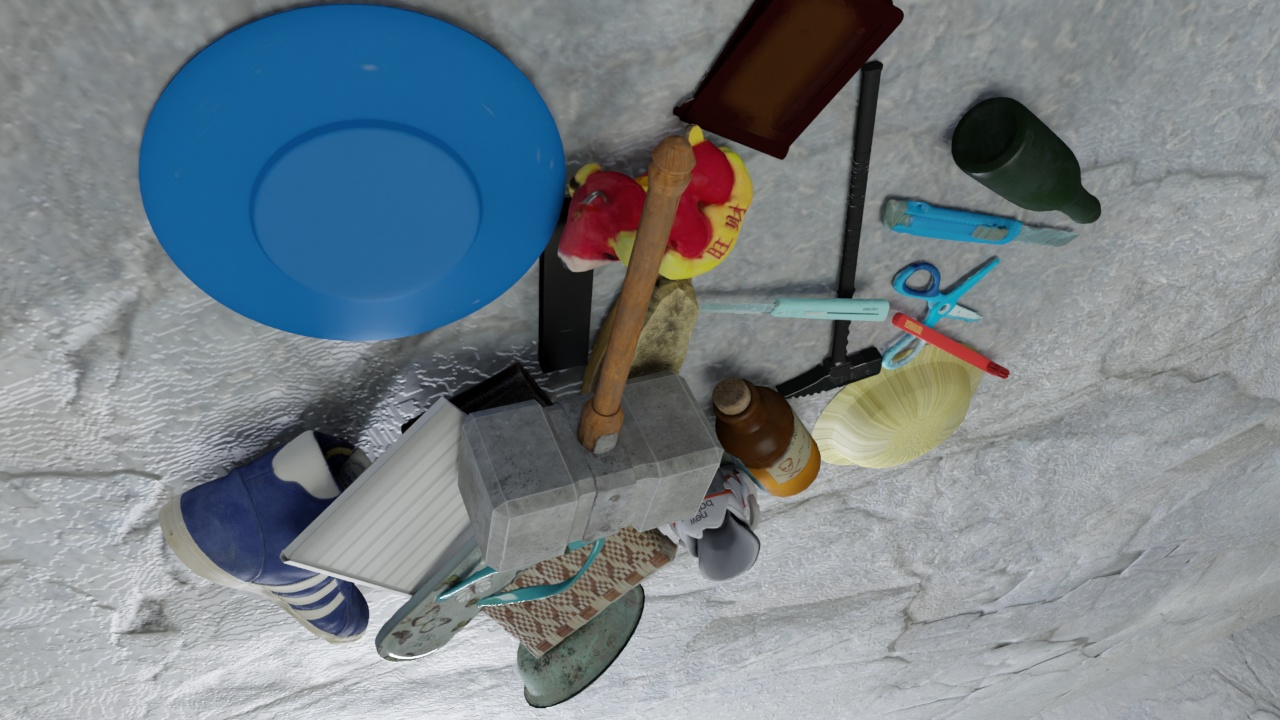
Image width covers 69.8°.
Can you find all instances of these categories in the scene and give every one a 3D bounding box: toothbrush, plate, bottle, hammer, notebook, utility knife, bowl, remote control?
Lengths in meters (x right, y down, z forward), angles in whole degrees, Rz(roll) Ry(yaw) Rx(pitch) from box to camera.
[{"bbox_3d":[0.283,-0.010,0.820,0.212,0.018,0.012,18,100,-45],"label":"toothbrush"},{"bbox_3d":[0.260,0.059,0.895,0.184,0.036,0.185,-15,142,-12],"label":"plate"},{"bbox_3d":[-0.149,-0.083,0.503,0.224,0.024,0.225,-12,140,-10],"label":"plate"},{"bbox_3d":[0.102,0.060,0.787,0.068,0.067,0.157,-31,142,9],"label":"bottle"},{"bbox_3d":[0.152,-0.079,0.690,0.095,0.015,0.325,-17,142,-7],"label":"hammer"},{"bbox_3d":[-0.150,0.113,0.675,0.142,0.009,0.210,-45,155,-5],"label":"notebook"},{"bbox_3d":[0.119,-0.041,0.699,0.166,0.015,0.022,0,138,-21],"label":"utility knife"},{"bbox_3d":[-0.068,0.266,0.907,0.158,0.157,0.038,-37,105,16],"label":"bowl"},{"bbox_3d":[0.292,-0.133,0.666,0.174,0.055,0.055,15,128,-42],"label":"bottle"},{"bbox_3d":[-0.051,-0.047,0.619,0.034,0.013,0.150,-11,140,-16],"label":"remote control"},{"bbox_3d":[-0.013,-0.001,0.545,0.162,0.083,0.319,-12,144,-23],"label":"hammer"},{"bbox_3d":[0.272,-0.105,0.723,0.221,0.015,0.031,0,142,-30],"label":"utility knife"}]

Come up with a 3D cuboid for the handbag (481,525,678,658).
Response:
[{"bbox_3d":[-0.072,0.178,0.821,0.186,0.046,0.124,-40,104,22],"label":"handbag"}]

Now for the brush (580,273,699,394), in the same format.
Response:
[{"bbox_3d":[-0.004,0.004,0.681,0.059,0.043,0.196,-2,139,-27],"label":"brush"}]

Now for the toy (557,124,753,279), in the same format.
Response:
[{"bbox_3d":[0.017,-0.094,0.558,0.137,0.067,0.106,-11,129,-37],"label":"toy"}]

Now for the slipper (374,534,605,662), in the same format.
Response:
[{"bbox_3d":[-0.101,0.163,0.720,0.269,0.054,0.098,-39,144,6],"label":"slipper"}]

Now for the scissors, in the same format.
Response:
[{"bbox_3d":[0.248,-0.045,0.784,0.134,0.011,0.139,-42,138,22],"label":"scissors"}]

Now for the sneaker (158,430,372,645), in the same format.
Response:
[{"bbox_3d":[-0.229,0.127,0.688,0.118,0.091,0.233,-35,144,-4],"label":"sneaker"}]

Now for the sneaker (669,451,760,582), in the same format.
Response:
[{"bbox_3d":[0.061,0.138,0.812,0.089,0.124,0.240,-29,143,7],"label":"sneaker"}]

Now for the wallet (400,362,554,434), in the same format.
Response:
[{"bbox_3d":[-0.112,0.053,0.699,0.099,0.031,0.120,-27,148,3],"label":"wallet"}]

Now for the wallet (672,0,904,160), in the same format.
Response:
[{"bbox_3d":[0.086,-0.174,0.538,0.091,0.018,0.116,10,133,-37],"label":"wallet"}]
